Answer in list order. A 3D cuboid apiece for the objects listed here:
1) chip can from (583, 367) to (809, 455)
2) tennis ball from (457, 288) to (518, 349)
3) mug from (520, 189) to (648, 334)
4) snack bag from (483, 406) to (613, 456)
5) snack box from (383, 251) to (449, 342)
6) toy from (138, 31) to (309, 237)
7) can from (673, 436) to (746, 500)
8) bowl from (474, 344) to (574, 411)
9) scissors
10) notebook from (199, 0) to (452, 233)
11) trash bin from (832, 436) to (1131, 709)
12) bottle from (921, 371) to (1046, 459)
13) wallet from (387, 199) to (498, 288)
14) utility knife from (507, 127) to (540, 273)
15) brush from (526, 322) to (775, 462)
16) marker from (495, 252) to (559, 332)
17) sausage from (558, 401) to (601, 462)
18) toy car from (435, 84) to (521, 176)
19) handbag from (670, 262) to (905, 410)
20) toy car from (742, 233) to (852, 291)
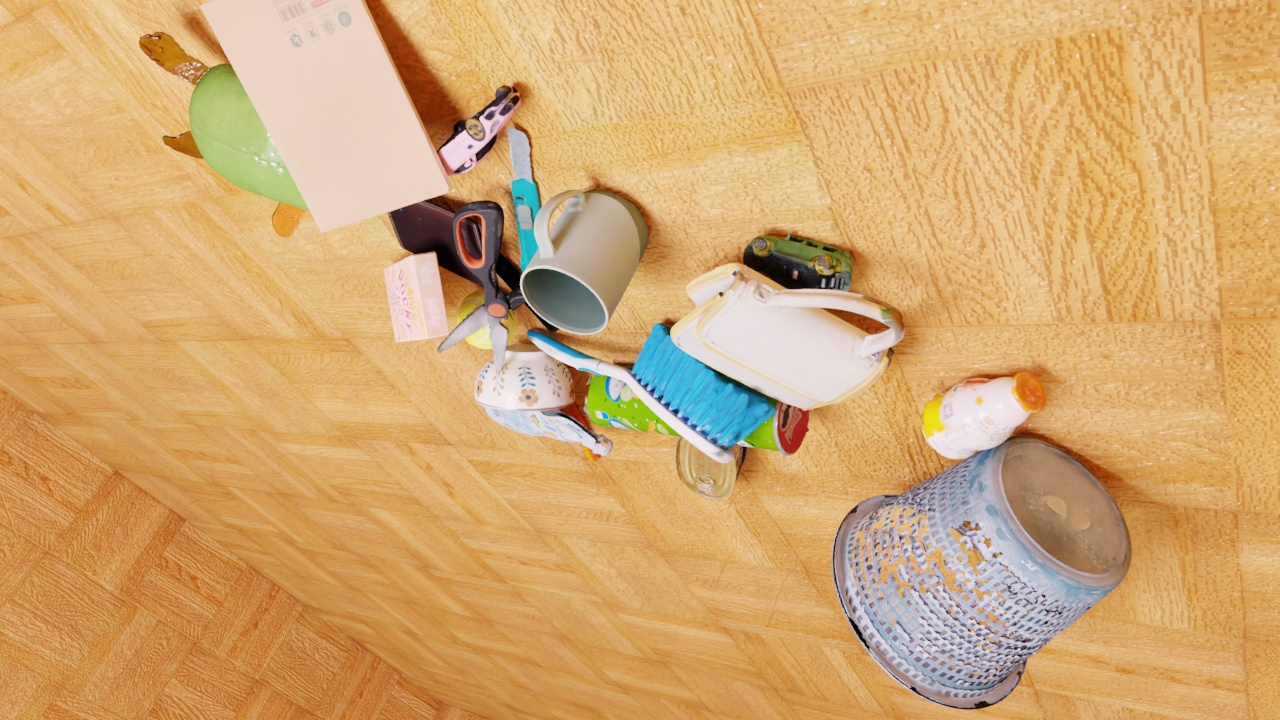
[{"bbox_3d":[0.054,0.048,0.950,0.236,0.072,0.072,5,143,36],"label":"chip can"},{"bbox_3d":[-0.165,-0.045,0.990,0.065,0.065,0.066,19,148,12],"label":"tennis ball"},{"bbox_3d":[-0.051,-0.098,0.790,0.082,0.106,0.112,3,142,34],"label":"mug"},{"bbox_3d":[-0.115,0.075,1.109,0.110,0.038,0.191,44,159,-29],"label":"snack bag"},{"bbox_3d":[-0.238,-0.064,0.965,0.157,0.026,0.084,0,99,65],"label":"snack box"},{"bbox_3d":[-0.338,-0.207,0.857,0.247,0.089,0.228,23,135,0],"label":"toy"},{"bbox_3d":[0.081,0.103,1.043,0.075,0.049,0.148,17,147,16],"label":"can"},{"bbox_3d":[-0.131,0.016,1.040,0.114,0.113,0.062,7,101,29],"label":"bowl"},{"bbox_3d":[-0.137,-0.073,0.906,0.221,0.021,0.222,-16,134,20],"label":"scissors"},{"bbox_3d":[-0.261,-0.218,0.765,0.148,0.008,0.208,-12,115,25],"label":"notebook"},{"bbox_3d":[0.326,0.180,0.852,0.226,0.225,0.196,29,136,-4],"label":"trash bin"},{"bbox_3d":[0.295,0.044,0.789,0.063,0.063,0.109,33,149,-10],"label":"bottle"},{"bbox_3d":[-0.201,-0.125,0.922,0.122,0.020,0.096,25,151,21],"label":"wallet"},{"bbox_3d":[-0.107,-0.137,0.860,0.029,0.013,0.210,4,146,2],"label":"utility knife"},{"bbox_3d":[-0.006,0.005,0.927,0.060,0.109,0.314,14,-160,-50],"label":"brush"},{"bbox_3d":[-0.128,-0.078,0.957,0.022,0.020,0.132,-24,125,28],"label":"marker"},{"bbox_3d":[-0.079,0.082,1.156,0.021,0.021,0.165,9,144,26],"label":"sausage"},{"bbox_3d":[-0.139,-0.188,0.771,0.037,0.056,0.123,45,144,-21],"label":"toy car"},{"bbox_3d":[0.128,-0.022,0.762,0.163,0.063,0.179,26,159,-17],"label":"handbag"},{"bbox_3d":[0.129,-0.079,0.753,0.091,0.036,0.043,15,148,14],"label":"toy car"}]
